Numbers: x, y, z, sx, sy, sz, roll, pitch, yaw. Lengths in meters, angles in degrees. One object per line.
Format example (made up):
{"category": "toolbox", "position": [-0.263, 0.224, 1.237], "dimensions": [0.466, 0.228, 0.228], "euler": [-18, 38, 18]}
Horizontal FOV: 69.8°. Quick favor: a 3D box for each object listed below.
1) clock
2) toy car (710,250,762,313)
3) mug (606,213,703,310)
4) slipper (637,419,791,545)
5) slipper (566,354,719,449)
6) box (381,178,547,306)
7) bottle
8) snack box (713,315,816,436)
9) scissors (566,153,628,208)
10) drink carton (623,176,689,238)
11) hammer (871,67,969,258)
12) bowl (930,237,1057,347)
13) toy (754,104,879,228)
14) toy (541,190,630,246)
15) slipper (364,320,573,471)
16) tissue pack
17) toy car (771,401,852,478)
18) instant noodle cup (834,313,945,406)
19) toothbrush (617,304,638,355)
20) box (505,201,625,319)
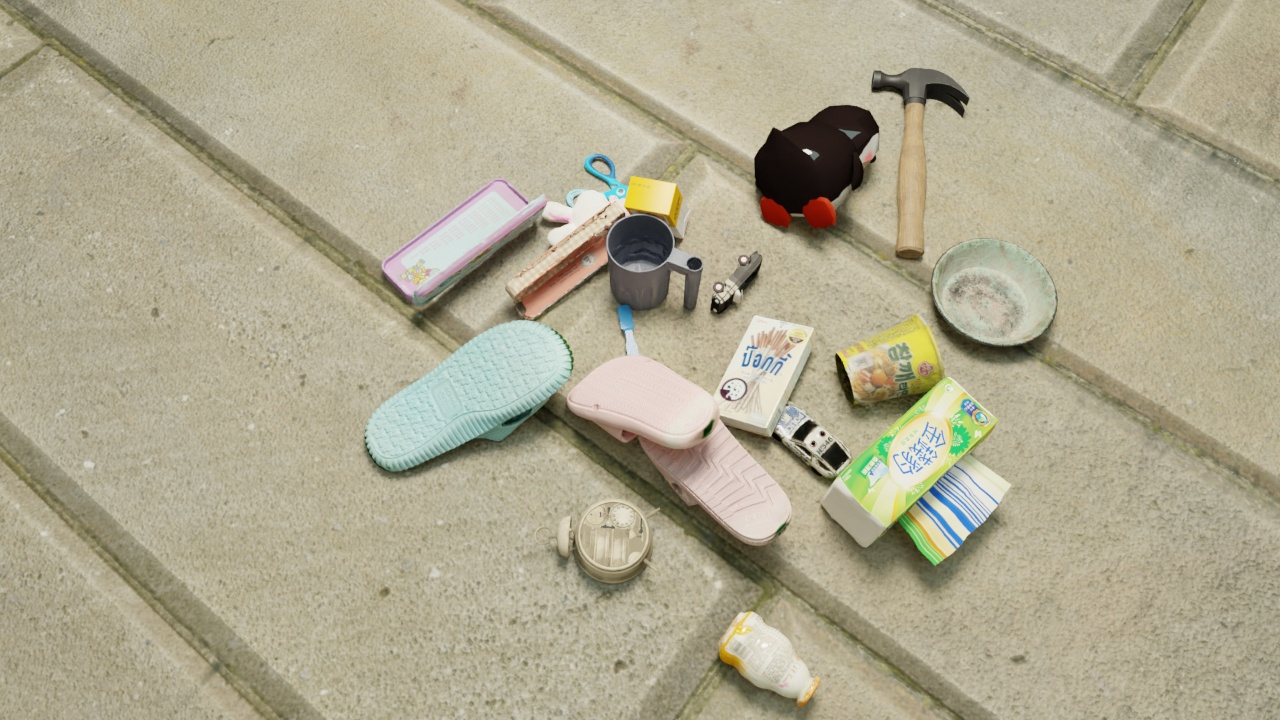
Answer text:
{"category": "clock", "position": [-0.049, 0.200, 1.036], "dimensions": [0.141, 0.055, 0.092], "euler": [3, 65, -1]}
{"category": "toy car", "position": [0.126, -0.099, 1.182], "dimensions": [0.037, 0.040, 0.092], "euler": [39, 74, 13]}
{"category": "mug", "position": [0.018, -0.114, 1.155], "dimensions": [0.124, 0.104, 0.083], "euler": [22, 66, 10]}
{"category": "slipper", "position": [0.080, 0.128, 1.064], "dimensions": [0.094, 0.064, 0.239], "euler": [-35, 55, -14]}
{"category": "slipper", "position": [0.004, 0.050, 1.064], "dimensions": [0.222, 0.056, 0.106], "euler": [18, 56, 45]}
{"category": "box", "position": [-0.224, -0.152, 1.197], "dimensions": [0.213, 0.062, 0.140], "euler": [-41, 37, -17]}
{"category": "bottle", "position": [0.137, 0.319, 0.975], "dimensions": [0.109, 0.063, 0.063], "euler": [36, 70, 15]}
{"category": "snack box", "position": [0.149, 0.016, 1.124], "dimensions": [0.082, 0.026, 0.149], "euler": [16, 64, 30]}
{"category": "scissors", "position": [-0.029, -0.242, 1.266], "dimensions": [0.140, 0.013, 0.113], "euler": [4, 67, 5]}
{"category": "drink carton", "position": [0.023, -0.195, 1.183], "dimensions": [0.058, 0.122, 0.040], "euler": [13, 86, 13]}
{"category": "hammer", "position": [0.383, -0.277, 1.271], "dimensions": [0.132, 0.040, 0.304], "euler": [6, 66, 7]}
{"category": "bowl", "position": [0.447, -0.080, 1.175], "dimensions": [0.157, 0.039, 0.157], "euler": [0, 65, 0]}
{"category": "toy", "position": [0.243, -0.282, 1.217], "dimensions": [0.159, 0.140, 0.183], "euler": [12, 46, 46]}
{"category": "toy", "position": [-0.067, -0.190, 1.227], "dimensions": [0.125, 0.037, 0.076], "euler": [-14, 71, -3]}
{"category": "slipper", "position": [-0.203, 0.045, 1.098], "dimensions": [0.276, 0.069, 0.116], "euler": [-30, 76, 6]}
{"category": "tissue pack", "position": [0.325, 0.139, 1.036], "dimensions": [0.197, 0.120, 0.141], "euler": [-41, 72, -10]}
{"category": "toy car", "position": [0.200, 0.092, 1.093], "dimensions": [0.113, 0.041, 0.048], "euler": [40, 70, 18]}
{"category": "instant noodle cup", "position": [0.298, 0.005, 1.109], "dimensions": [0.108, 0.102, 0.102], "euler": [-18, 66, 1]}
{"category": "toothbrush", "position": [-0.007, 0.007, 1.152], "dimensions": [0.016, 0.014, 0.166], "euler": [-10, 69, -5]}
{"category": "box", "position": [-0.088, -0.127, 1.172], "dimensions": [0.187, 0.076, 0.055], "euler": [-39, 31, -7]}
